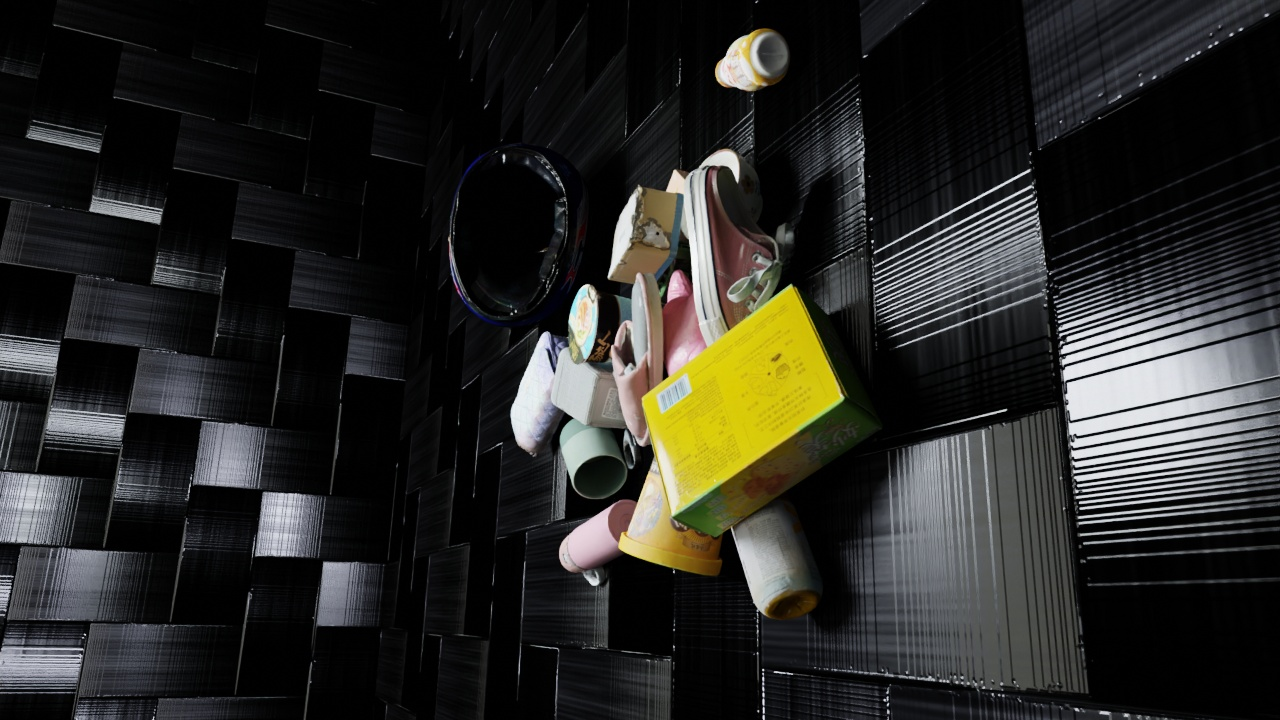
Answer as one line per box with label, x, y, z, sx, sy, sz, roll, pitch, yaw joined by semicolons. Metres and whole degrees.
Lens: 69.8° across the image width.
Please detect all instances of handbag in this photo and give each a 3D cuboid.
handbag;-0.167;0.054;1.599;0.134;0.075;0.194;-108;34;-45

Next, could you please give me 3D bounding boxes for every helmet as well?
helmet;-0.198;-0.202;1.557;0.240;0.247;0.315;57;-142;-82

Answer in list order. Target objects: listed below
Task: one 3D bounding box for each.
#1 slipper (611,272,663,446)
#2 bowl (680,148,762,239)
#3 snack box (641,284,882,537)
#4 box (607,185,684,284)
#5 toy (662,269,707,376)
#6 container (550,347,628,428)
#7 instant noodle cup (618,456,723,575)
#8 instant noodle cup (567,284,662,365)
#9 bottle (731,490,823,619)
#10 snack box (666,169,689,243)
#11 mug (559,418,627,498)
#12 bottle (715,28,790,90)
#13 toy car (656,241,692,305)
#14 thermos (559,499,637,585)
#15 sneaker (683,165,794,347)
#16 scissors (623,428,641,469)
slipper;-0.007;0.007;1.150;0.275;0.054;0.114;94;168;-46
bowl;0.103;-0.183;1.077;0.114;0.062;0.113;-40;39;43
snack box;0.110;0.051;0.895;0.210;0.070;0.157;-38;43;23
box;0.004;-0.151;1.159;0.184;0.064;0.089;138;142;-79
toy;0.068;-0.023;1.098;0.194;0.074;0.179;-113;32;-45
container;-0.060;0.041;1.299;0.114;0.090;0.090;31;113;58
instant noodle cup;0.047;0.172;1.041;0.119;0.118;0.114;6;79;66
instant noodle cup;-0.025;-0.042;1.258;0.111;0.120;0.111;-173;90;-67
bottle;0.124;0.162;0.917;0.189;0.068;0.068;-105;33;-42
snack box;0.044;-0.174;1.262;0.084;0.026;0.157;-119;43;-54
mug;-0.068;0.148;1.355;0.106;0.082;0.112;-117;11;-53
bottle;0.129;-0.351;1.086;0.108;0.063;0.063;-167;86;-67
toy car;0.044;-0.115;1.222;0.036;0.043;0.091;-111;36;-54
thermos;-0.051;0.262;1.293;0.087;0.067;0.199;60;145;10
sneaker;0.112;-0.093;0.980;0.088;0.118;0.241;-7;97;33
scissors;-0.017;0.071;1.315;0.160;0.014;0.181;-37;54;53
